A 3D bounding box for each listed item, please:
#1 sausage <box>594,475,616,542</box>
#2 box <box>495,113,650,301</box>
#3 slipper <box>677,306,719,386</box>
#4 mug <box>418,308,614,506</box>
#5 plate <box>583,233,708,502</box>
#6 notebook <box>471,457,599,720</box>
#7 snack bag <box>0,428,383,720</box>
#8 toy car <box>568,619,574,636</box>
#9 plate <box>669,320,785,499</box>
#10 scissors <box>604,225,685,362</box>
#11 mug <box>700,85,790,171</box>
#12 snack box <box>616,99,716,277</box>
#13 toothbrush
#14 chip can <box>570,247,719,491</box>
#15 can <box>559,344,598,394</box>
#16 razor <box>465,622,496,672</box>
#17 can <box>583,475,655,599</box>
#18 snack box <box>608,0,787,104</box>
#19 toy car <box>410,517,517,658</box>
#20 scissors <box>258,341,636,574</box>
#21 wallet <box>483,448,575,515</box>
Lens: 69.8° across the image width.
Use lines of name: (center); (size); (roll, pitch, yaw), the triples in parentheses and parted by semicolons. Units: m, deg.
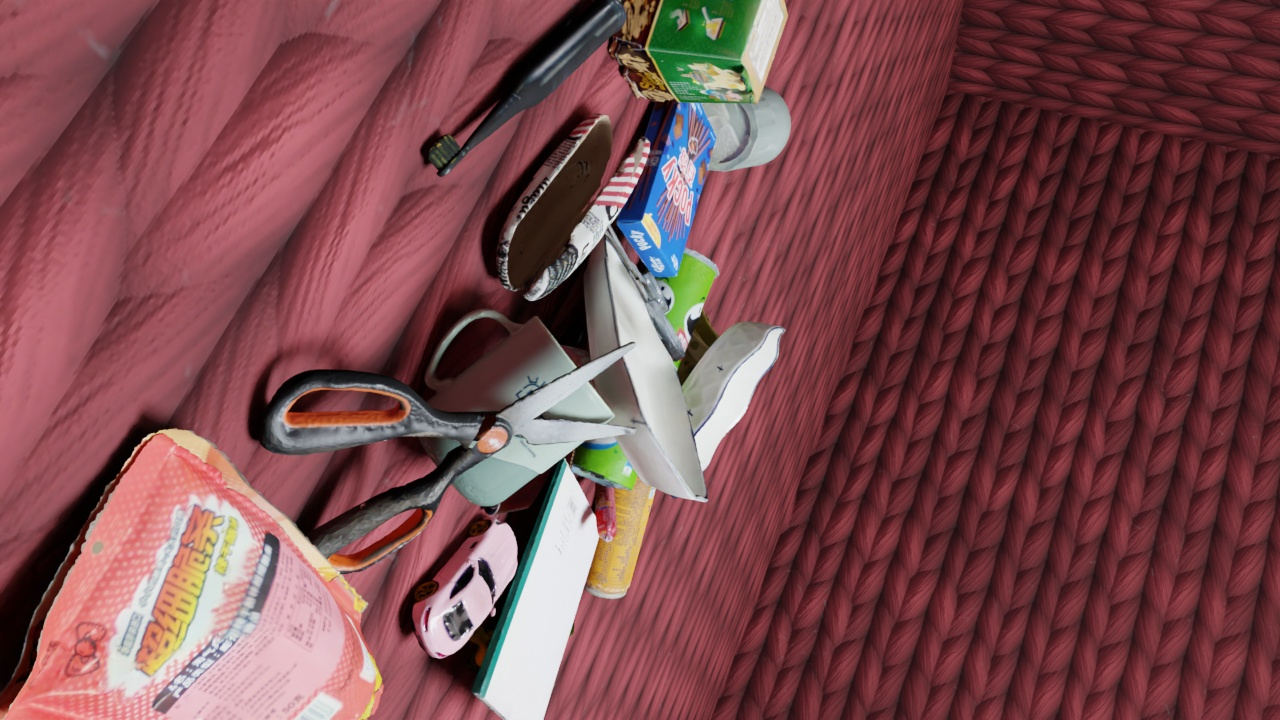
sausage: (-0.035, 0.133, 0.901); (0.155, 0.020, 0.020); (-98, -163, -68)
box: (-0.057, -0.113, 0.655); (0.163, 0.079, 0.074); (-62, -173, -32)
slipper: (0.050, -0.015, 0.993); (0.091, 0.082, 0.191); (-22, 126, -64)
mug: (-0.092, 0.025, 0.594); (0.106, 0.112, 0.082); (-37, -169, -2)
plate: (-0.004, 0.004, 0.728); (0.265, 0.034, 0.162); (-101, 164, -54)
notebook: (-0.082, 0.211, 0.804); (0.150, 0.012, 0.208); (72, 31, -53)
snack bag: (-0.200, 0.133, 0.443); (0.208, 0.073, 0.128); (70, 37, -54)
toy car: (-0.095, 0.235, 0.862); (0.155, 0.041, 0.071); (-10, 106, -73)
plate: (0.075, 0.044, 0.944); (0.204, 0.045, 0.205); (-51, 165, -19)
scissors: (-0.003, -0.070, 0.778); (0.159, 0.014, 0.171); (64, 10, -1)
mug: (0.089, -0.249, 0.902); (0.103, 0.084, 0.124); (-34, 112, -60)
snack box: (0.026, -0.161, 0.803); (0.084, 0.026, 0.156); (50, 50, -54)
toothbrush: (-0.068, -0.177, 0.579); (0.027, 0.026, 0.212); (55, 48, -24)
chip can: (0.002, 0.007, 0.884); (0.235, 0.072, 0.072); (-68, 162, -9)
can: (-0.052, 0.019, 0.758); (0.147, 0.058, 0.058); (12, 96, -72)
razor: (-0.142, 0.222, 0.752); (0.043, 0.028, 0.133); (-59, 156, -25)
can: (-0.024, 0.181, 0.997); (0.058, 0.058, 0.146); (-17, 124, -68)
snack box: (0.052, -0.263, 0.711); (0.118, 0.106, 0.117); (27, 81, -72)
toy car: (-0.128, 0.171, 0.698); (0.122, 0.037, 0.056); (-52, 134, -49)
scissors: (-0.106, 0.046, 0.515); (0.221, 0.021, 0.223); (-44, 137, 7)
wallet: (-0.087, 0.081, 0.781); (0.122, 0.020, 0.096); (12, 92, -71)
